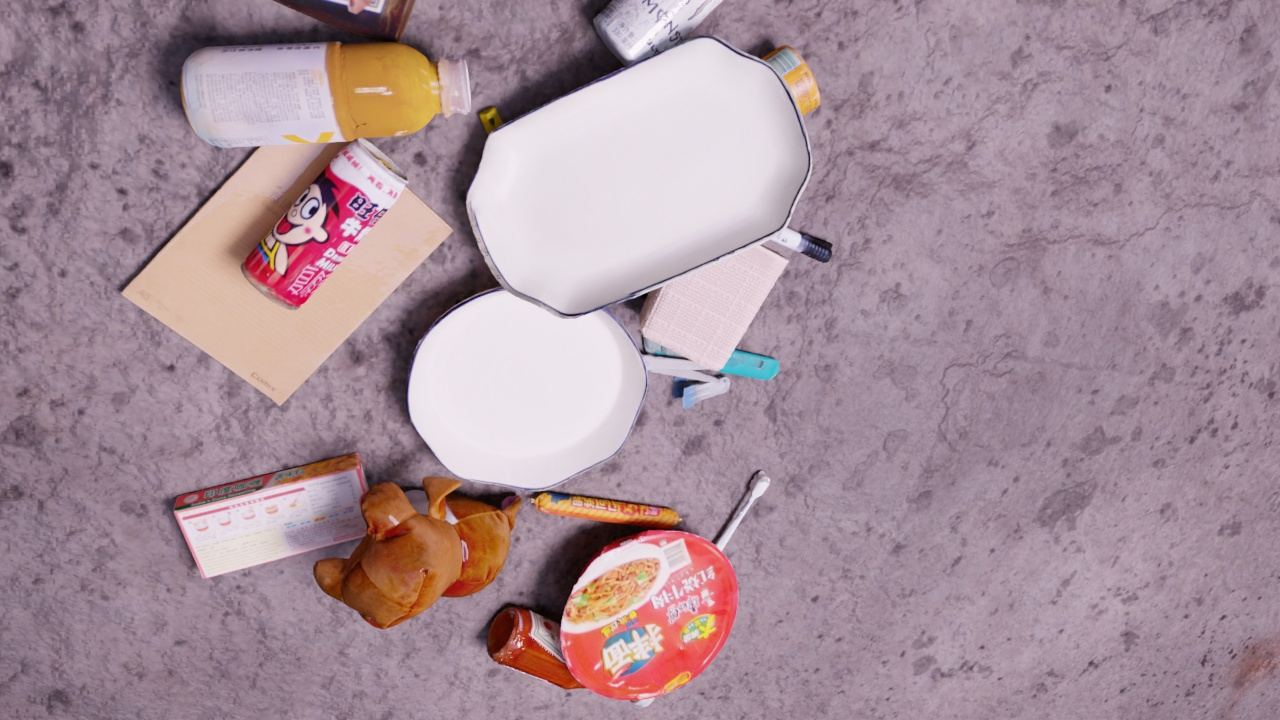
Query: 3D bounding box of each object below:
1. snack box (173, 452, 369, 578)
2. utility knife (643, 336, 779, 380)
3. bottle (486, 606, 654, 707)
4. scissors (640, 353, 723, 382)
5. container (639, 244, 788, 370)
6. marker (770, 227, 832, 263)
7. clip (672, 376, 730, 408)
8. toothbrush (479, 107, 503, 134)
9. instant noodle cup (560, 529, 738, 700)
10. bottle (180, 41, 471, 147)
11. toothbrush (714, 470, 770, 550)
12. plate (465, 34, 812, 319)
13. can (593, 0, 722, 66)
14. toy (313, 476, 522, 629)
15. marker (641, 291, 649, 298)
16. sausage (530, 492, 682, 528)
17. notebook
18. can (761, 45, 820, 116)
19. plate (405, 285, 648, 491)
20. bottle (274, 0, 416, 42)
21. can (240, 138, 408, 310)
[{"bbox_3d":[-0.319,0.138,0.816,0.155,0.027,0.077,-13,120,-11],"label":"snack box"},{"bbox_3d":[0.069,-0.004,0.877,0.151,0.012,0.029,11,114,-23],"label":"utility knife"},{"bbox_3d":[-0.067,0.322,0.974,0.206,0.059,0.060,33,102,-29],"label":"bottle"},{"bbox_3d":[-0.003,-0.009,0.843,0.173,0.012,0.125,-17,118,-3],"label":"scissors"},{"bbox_3d":[0.056,-0.061,0.784,0.090,0.090,0.111,26,101,-7],"label":"container"},{"bbox_3d":[0.122,-0.119,0.834,0.130,0.018,0.023,20,99,-26],"label":"marker"},{"bbox_3d":[0.061,0.026,0.888,0.058,0.045,0.027,-10,118,-19],"label":"clip"},{"bbox_3d":[-0.086,-0.120,0.765,0.015,0.016,0.190,-26,121,-4],"label":"toothbrush"},{"bbox_3d":[0.002,0.249,0.944,0.193,0.066,0.194,-7,110,-19],"label":"instant noodle cup"},{"bbox_3d":[-0.216,-0.188,0.645,0.189,0.068,0.068,-5,117,-6],"label":"bottle"},{"bbox_3d":[0.087,0.192,0.984,0.016,0.016,0.180,23,109,-21],"label":"toothbrush"},{"bbox_3d":[-0.003,-0.138,0.710,0.266,0.034,0.162,-22,98,11],"label":"plate"},{"bbox_3d":[0.034,-0.286,0.696,0.147,0.058,0.058,-43,121,6],"label":"can"},{"bbox_3d":[-0.188,0.165,0.813,0.140,0.130,0.199,-51,154,16],"label":"toy"},{"bbox_3d":[0.041,-0.046,0.847,0.123,0.015,0.018,29,102,-25],"label":"marker"},{"bbox_3d":[-0.032,0.151,0.919,0.165,0.021,0.021,11,112,-23],"label":"sausage"},{"bbox_3d":[-0.276,-0.080,0.728,0.211,0.012,0.149,-44,120,6],"label":"notebook"},{"bbox_3d":[0.073,-0.196,0.754,0.146,0.058,0.058,-33,121,0],"label":"can"},{"bbox_3d":[-0.099,0.020,0.805,0.205,0.045,0.205,-4,119,-8],"label":"plate"},{"bbox_3d":[-0.245,-0.285,0.615,0.194,0.044,0.080,18,112,-24],"label":"bottle"},{"bbox_3d":[-0.237,-0.103,0.691,0.133,0.053,0.053,-46,120,7],"label":"can"}]
